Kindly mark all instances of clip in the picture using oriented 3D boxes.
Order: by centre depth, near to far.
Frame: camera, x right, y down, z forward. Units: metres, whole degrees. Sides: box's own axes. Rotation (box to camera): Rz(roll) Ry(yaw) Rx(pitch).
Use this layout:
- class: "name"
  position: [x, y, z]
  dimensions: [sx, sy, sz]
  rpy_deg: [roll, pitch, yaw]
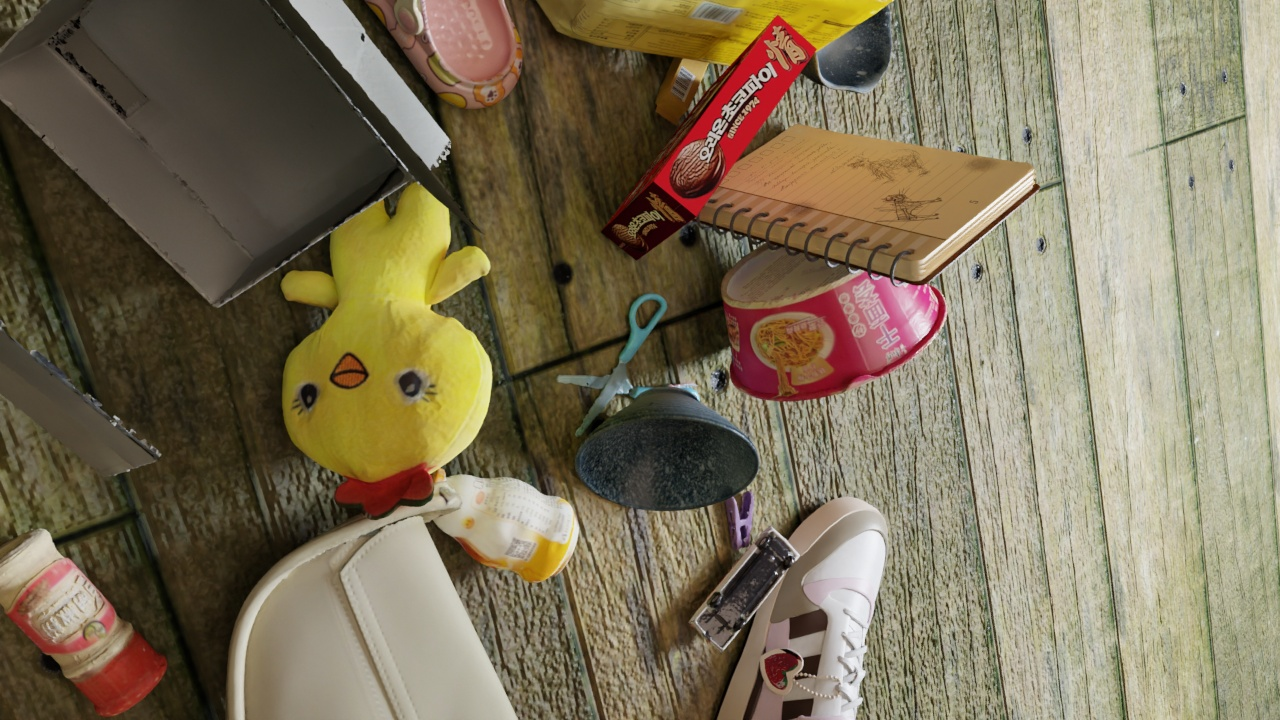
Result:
- class: "clip"
  position: [0.085, 0.140, 0.796]
  dimensions: [0.032, 0.013, 0.051]
  rpy_deg: [-3, 97, -34]

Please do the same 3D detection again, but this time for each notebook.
- class: "notebook"
  position: [0.158, -0.127, 0.702]
  dimensions: [0.167, 0.226, 0.024]
  rpy_deg: [-36, 130, -28]

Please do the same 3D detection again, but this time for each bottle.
- class: "bottle"
  position: [-0.308, 0.142, 0.498]
  dimensions: [0.044, 0.044, 0.109]
  rpy_deg: [-40, 114, -27]
- class: "bottle"
  position: [-0.099, 0.110, 0.633]
  dimensions: [0.109, 0.063, 0.063]
  rpy_deg: [26, 77, -19]

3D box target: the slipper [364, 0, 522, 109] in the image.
- class: "slipper"
  position: [-0.131, -0.255, 0.576]
  dimensions: [0.093, 0.082, 0.197]
  rpy_deg: [-47, 119, -25]

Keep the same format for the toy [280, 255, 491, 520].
- class: "toy"
  position: [-0.153, -0.010, 0.564]
  dimensions: [0.092, 0.134, 0.207]
  rpy_deg: [11, 76, -77]

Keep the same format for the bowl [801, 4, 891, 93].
- class: "bowl"
  position: [0.165, -0.283, 0.799]
  dimensions: [0.110, 0.055, 0.110]
  rpy_deg: [-3, 95, -35]

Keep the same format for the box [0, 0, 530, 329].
- class: "box"
  position: [-0.176, -0.110, 0.392]
  dimensions: [0.164, 0.330, 0.167]
  rpy_deg: [-44, 116, -11]

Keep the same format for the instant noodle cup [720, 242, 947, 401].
- class: "instant noodle cup"
  position: [0.139, -0.050, 0.718]
  dimensions: [0.178, 0.179, 0.078]
  rpy_deg: [-39, 117, -27]

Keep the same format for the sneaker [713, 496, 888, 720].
- class: "sneaker"
  position: [0.162, 0.257, 0.793]
  dimensions: [0.111, 0.117, 0.293]
  rpy_deg: [40, 71, -30]

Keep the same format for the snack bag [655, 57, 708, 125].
- class: "snack bag"
  position: [0.038, -0.234, 0.733]
  dimensions: [0.026, 0.020, 0.099]
  rpy_deg: [28, 77, -25]

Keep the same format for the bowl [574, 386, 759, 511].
- class: "bowl"
  position: [0.020, 0.057, 0.696]
  dimensions: [0.137, 0.137, 0.057]
  rpy_deg: [30, 44, -33]

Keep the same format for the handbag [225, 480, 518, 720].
- class: "handbag"
  position: [-0.156, 0.214, 0.558]
  dimensions: [0.183, 0.132, 0.229]
  rpy_deg: [-23, 81, -17]

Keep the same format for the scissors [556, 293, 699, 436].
- class: "scissors"
  position: [-0.004, 0.002, 0.724]
  dimensions: [0.135, 0.015, 0.129]
  rpy_deg: [7, 90, -38]

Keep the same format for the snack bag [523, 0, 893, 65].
- class: "snack bag"
  position: [0.058, -0.264, 0.641]
  dimensions: [0.246, 0.160, 0.068]
  rpy_deg: [0, 82, -26]

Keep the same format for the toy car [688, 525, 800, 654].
- class: "toy car"
  position: [0.087, 0.195, 0.785]
  dimensions: [0.039, 0.039, 0.112]
  rpy_deg: [46, 64, 0]

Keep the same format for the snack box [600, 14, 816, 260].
- class: "snack box"
  position: [0.045, -0.155, 0.664]
  dimensions: [0.036, 0.133, 0.152]
  rpy_deg: [38, 75, -10]
